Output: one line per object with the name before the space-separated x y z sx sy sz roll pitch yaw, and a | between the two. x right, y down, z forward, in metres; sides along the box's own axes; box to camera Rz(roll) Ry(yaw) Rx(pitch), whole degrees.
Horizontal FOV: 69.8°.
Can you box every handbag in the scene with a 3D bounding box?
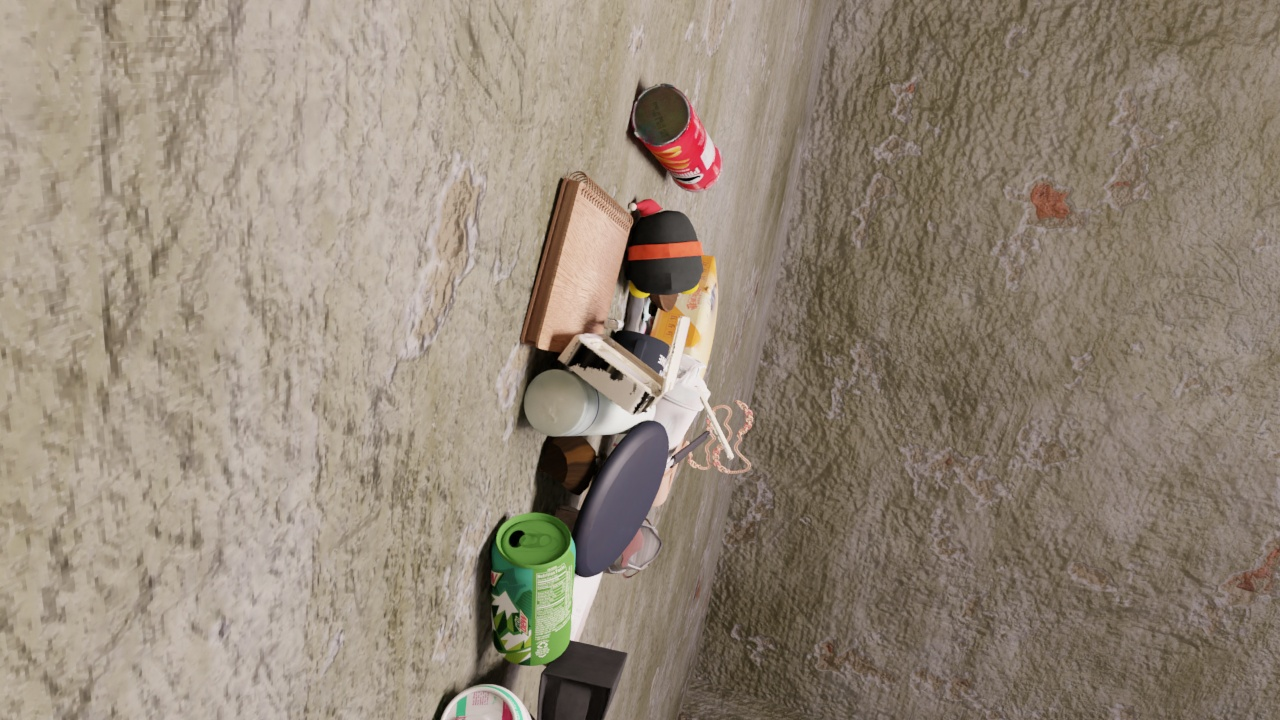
handbag | 0.090 0.159 1.481 0.199 0.187 0.116 96 7 -50
handbag | -0.076 0.418 0.975 0.176 0.072 0.195 59 43 -82

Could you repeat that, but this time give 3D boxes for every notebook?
notebook | -0.059 -0.090 0.939 0.210 0.022 0.169 12 93 -78

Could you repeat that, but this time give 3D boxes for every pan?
pan | 0.017 0.145 1.133 0.355 0.021 0.199 -27 138 -59

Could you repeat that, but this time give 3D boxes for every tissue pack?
tissue pack | -0.097 0.273 1.100 0.104 0.071 0.181 47 55 -57

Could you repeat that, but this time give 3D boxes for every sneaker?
sneaker | -0.011 0.286 1.402 0.236 0.089 0.099 58 47 -73

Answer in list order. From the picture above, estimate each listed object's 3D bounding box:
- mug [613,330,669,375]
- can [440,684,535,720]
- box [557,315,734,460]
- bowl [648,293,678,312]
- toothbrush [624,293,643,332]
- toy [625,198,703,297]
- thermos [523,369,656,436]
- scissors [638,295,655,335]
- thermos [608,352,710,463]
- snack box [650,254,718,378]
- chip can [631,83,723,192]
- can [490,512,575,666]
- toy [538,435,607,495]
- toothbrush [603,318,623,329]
mug | -0.007 0.007 1.141 0.105 0.071 0.077 99 7 -80
can | -0.146 0.384 0.922 0.166 0.088 0.088 83 24 -58
box | 0.035 0.012 0.913 0.101 0.194 0.143 -54 175 8
bowl | 0.027 -0.124 1.233 0.117 0.030 0.118 6 89 -73
toothbrush | -0.006 -0.067 1.193 0.022 0.024 0.186 40 -55 57
toy | 0.029 -0.137 1.117 0.099 0.097 0.119 -129 -145 -82
thermos | -0.047 0.047 0.983 0.230 0.068 0.068 14 90 -71
scissors | 0.003 -0.042 1.282 0.173 0.014 0.158 87 20 -55
thermos | 0.017 0.096 1.232 0.220 0.099 0.099 -64 169 9
snack box | 0.069 -0.045 1.367 0.145 0.081 0.194 89 13 -48
chip can | 0.048 -0.262 1.103 0.232 0.073 0.073 7 97 -77
can | -0.109 0.232 0.928 0.082 0.083 0.144 -58 158 -54
toy | -0.071 0.111 1.021 0.100 0.063 0.076 4 64 -63
toothbrush | -0.028 -0.041 1.063 0.186 0.017 0.012 -43 147 -87
